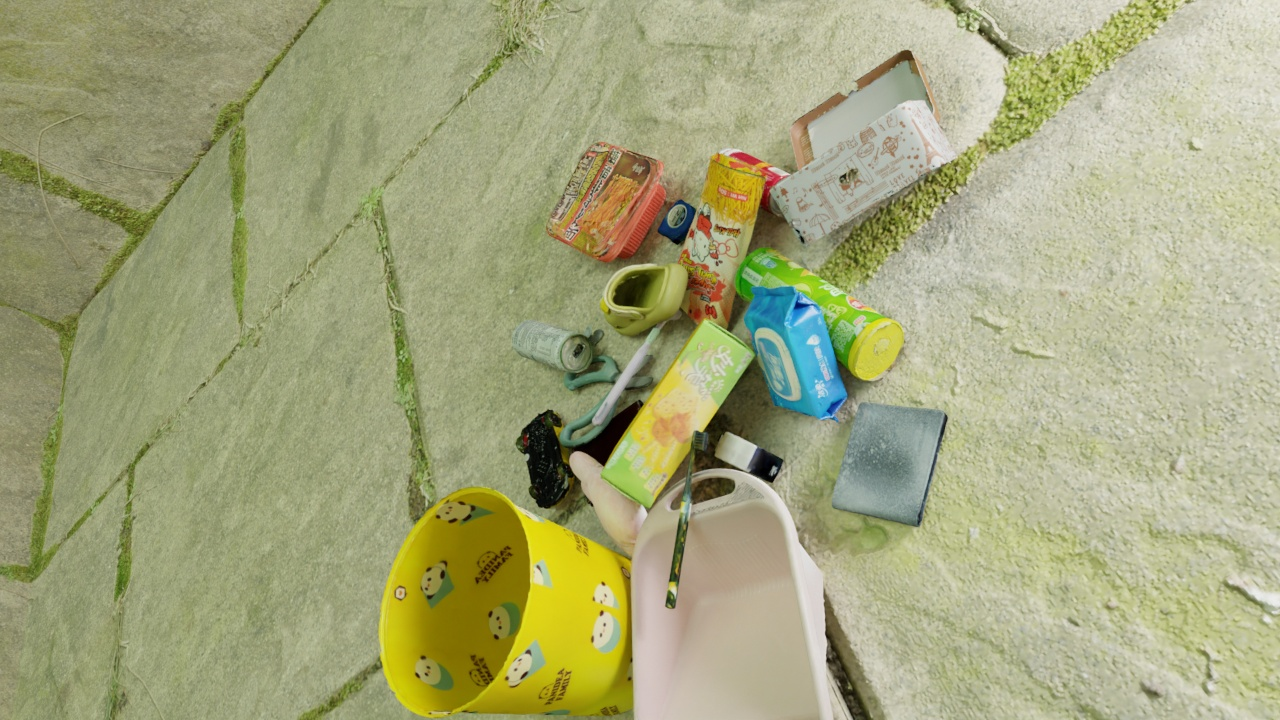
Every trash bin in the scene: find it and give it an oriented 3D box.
[{"bbox_3d":[-0.113,0.284,1.009,0.230,0.255,0.229,-21,55,34],"label":"trash bin"}]

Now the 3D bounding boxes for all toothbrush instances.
[{"bbox_3d":[0.048,0.163,0.949,0.017,0.012,0.185,2,74,31],"label":"toothbrush"},{"bbox_3d":[-0.007,0.007,1.203,0.029,0.021,0.189,26,78,43],"label":"toothbrush"}]

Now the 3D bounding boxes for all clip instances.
[{"bbox_3d":[-0.077,-0.024,1.314,0.057,0.029,0.024,-56,40,20],"label":"clip"}]

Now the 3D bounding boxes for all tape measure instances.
[{"bbox_3d":[0.056,-0.190,1.268,0.054,0.025,0.058,38,100,45],"label":"tape measure"},{"bbox_3d":[0.117,0.107,1.025,0.066,0.066,0.033,22,86,47],"label":"tape measure"}]

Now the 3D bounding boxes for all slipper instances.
[{"bbox_3d":[-0.006,-0.091,1.204,0.191,0.081,0.091,-11,59,64],"label":"slipper"}]

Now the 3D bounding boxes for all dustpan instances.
[{"bbox_3d":[0.068,0.252,0.909,0.223,0.139,0.272,-24,30,31],"label":"dustpan"}]

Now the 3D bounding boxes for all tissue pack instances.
[{"bbox_3d":[0.162,-0.008,0.989,0.052,0.157,0.095,-26,17,-20],"label":"tissue pack"}]

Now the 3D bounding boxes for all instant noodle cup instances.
[{"bbox_3d":[-0.040,-0.224,1.336,0.189,0.079,0.164,33,93,48],"label":"instant noodle cup"}]

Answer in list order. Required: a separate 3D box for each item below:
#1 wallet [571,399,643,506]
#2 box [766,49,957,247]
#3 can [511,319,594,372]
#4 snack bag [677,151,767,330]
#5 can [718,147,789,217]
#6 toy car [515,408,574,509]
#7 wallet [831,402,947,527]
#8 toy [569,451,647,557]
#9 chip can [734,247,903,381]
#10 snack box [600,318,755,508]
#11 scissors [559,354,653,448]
[{"bbox_3d":[-0.033,0.121,1.194,0.122,0.020,0.096,-37,52,23],"label":"wallet"},{"bbox_3d":[0.257,-0.242,1.058,0.179,0.124,0.273,-30,24,29],"label":"box"},{"bbox_3d":[-0.127,-0.021,1.314,0.147,0.058,0.058,16,80,54],"label":"can"},{"bbox_3d":[0.095,-0.147,1.150,0.128,0.073,0.208,44,125,46],"label":"snack bag"},{"bbox_3d":[0.147,-0.232,1.182,0.053,0.053,0.133,-55,43,6],"label":"can"},{"bbox_3d":[-0.127,0.136,1.256,0.071,0.041,0.155,-40,45,21],"label":"toy car"},{"bbox_3d":[0.254,0.103,0.935,0.097,0.019,0.120,6,72,43],"label":"wallet"},{"bbox_3d":[-0.034,0.171,1.098,0.054,0.121,0.159,-33,44,-14],"label":"toy"},{"bbox_3d":[0.194,-0.058,1.034,0.072,0.072,0.221,-55,44,6],"label":"chip can"},{"bbox_3d":[0.044,0.054,1.057,0.210,0.070,0.157,-55,-1,5],"label":"snack box"},{"bbox_3d":[-0.056,0.055,1.234,0.173,0.019,0.178,-2,56,43],"label":"scissors"}]
